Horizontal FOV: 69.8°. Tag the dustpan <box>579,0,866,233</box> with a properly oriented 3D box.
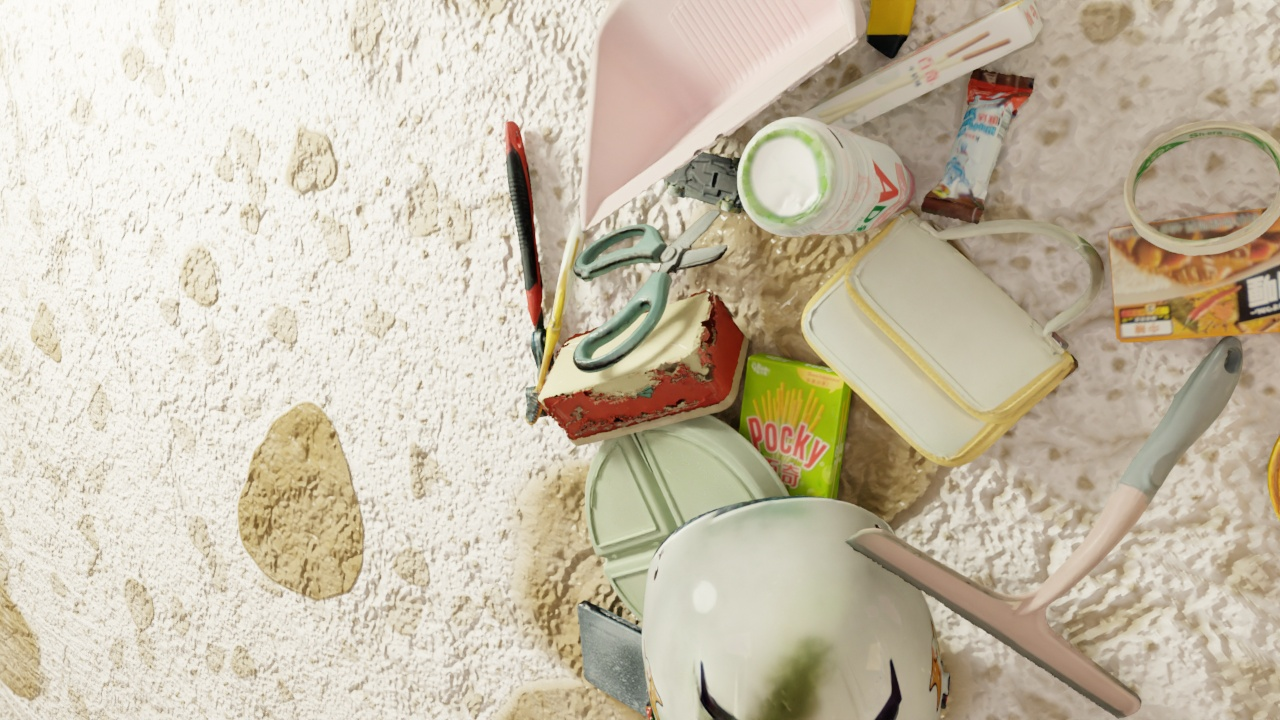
[{"bbox_3d":[0.034,-0.240,0.643,0.223,0.272,0.139,-31,106,29],"label":"dustpan"}]

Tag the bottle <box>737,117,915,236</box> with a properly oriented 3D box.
[{"bbox_3d":[0.134,-0.116,0.599,0.068,0.196,0.068,6,101,32],"label":"bottle"}]

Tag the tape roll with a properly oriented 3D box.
[{"bbox_3d":[0.342,-0.105,0.555,0.086,0.014,0.085,-15,62,29],"label":"tape roll"}]

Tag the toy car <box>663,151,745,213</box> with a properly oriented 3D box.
[{"bbox_3d":[0.060,-0.147,0.739,0.091,0.034,0.043,21,111,30],"label":"toy car"}]

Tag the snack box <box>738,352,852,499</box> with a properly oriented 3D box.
[{"bbox_3d":[0.119,0.078,0.740,0.086,0.026,0.156,14,105,32],"label":"snack box"}]

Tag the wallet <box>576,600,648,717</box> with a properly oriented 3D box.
[{"bbox_3d":[-0.007,0.279,0.844,0.121,0.019,0.097,16,122,33],"label":"wallet"}]

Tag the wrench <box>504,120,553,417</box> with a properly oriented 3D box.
[{"bbox_3d":[-0.103,-0.084,0.847,0.016,0.056,0.273,-6,90,14],"label":"wrench"}]

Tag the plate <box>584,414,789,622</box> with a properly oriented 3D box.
[{"bbox_3d":[0.037,0.150,0.782,0.230,0.027,0.230,16,116,36],"label":"plate"}]

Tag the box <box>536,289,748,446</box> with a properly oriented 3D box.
[{"bbox_3d":[-0.004,0.004,0.757,0.169,0.091,0.076,-17,126,34],"label":"box"}]

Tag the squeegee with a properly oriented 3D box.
[{"bbox_3d":[0.304,0.090,0.585,0.247,0.040,0.250,33,100,-9],"label":"squeegee"}]

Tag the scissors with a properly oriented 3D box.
[{"bbox_3d":[-0.010,-0.071,0.762,0.170,0.019,0.181,-48,35,-1],"label":"scissors"}]

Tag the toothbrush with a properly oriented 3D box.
[{"bbox_3d":[-0.076,-0.036,0.818,0.016,0.018,0.191,13,83,4],"label":"toothbrush"}]

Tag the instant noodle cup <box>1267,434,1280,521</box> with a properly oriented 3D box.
[{"bbox_3d":[0.416,0.080,0.500,0.119,0.114,0.118,6,101,31],"label":"instant noodle cup"}]

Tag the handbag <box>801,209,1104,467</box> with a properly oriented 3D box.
[{"bbox_3d":[0.222,-0.033,0.642,0.163,0.063,0.179,48,115,16],"label":"handbag"}]

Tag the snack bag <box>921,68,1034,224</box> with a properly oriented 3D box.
[{"bbox_3d":[0.229,-0.146,0.625,0.048,0.026,0.104,24,90,39],"label":"snack bag"}]

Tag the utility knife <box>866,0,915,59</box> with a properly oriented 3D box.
[{"bbox_3d":[0.186,-0.319,0.640,0.033,0.015,0.209,14,107,31],"label":"utility knife"}]

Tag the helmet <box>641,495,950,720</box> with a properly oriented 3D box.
[{"bbox_3d":[0.110,0.240,0.650,0.230,0.156,0.274,-7,107,7],"label":"helmet"}]

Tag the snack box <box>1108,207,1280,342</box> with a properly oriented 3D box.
[{"bbox_3d":[0.373,-0.054,0.558,0.154,0.026,0.075,-5,96,33],"label":"snack box"}]

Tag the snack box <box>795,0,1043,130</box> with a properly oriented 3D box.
[{"bbox_3d":[0.185,-0.193,0.619,0.157,0.084,0.027,-21,103,33],"label":"snack box"}]
